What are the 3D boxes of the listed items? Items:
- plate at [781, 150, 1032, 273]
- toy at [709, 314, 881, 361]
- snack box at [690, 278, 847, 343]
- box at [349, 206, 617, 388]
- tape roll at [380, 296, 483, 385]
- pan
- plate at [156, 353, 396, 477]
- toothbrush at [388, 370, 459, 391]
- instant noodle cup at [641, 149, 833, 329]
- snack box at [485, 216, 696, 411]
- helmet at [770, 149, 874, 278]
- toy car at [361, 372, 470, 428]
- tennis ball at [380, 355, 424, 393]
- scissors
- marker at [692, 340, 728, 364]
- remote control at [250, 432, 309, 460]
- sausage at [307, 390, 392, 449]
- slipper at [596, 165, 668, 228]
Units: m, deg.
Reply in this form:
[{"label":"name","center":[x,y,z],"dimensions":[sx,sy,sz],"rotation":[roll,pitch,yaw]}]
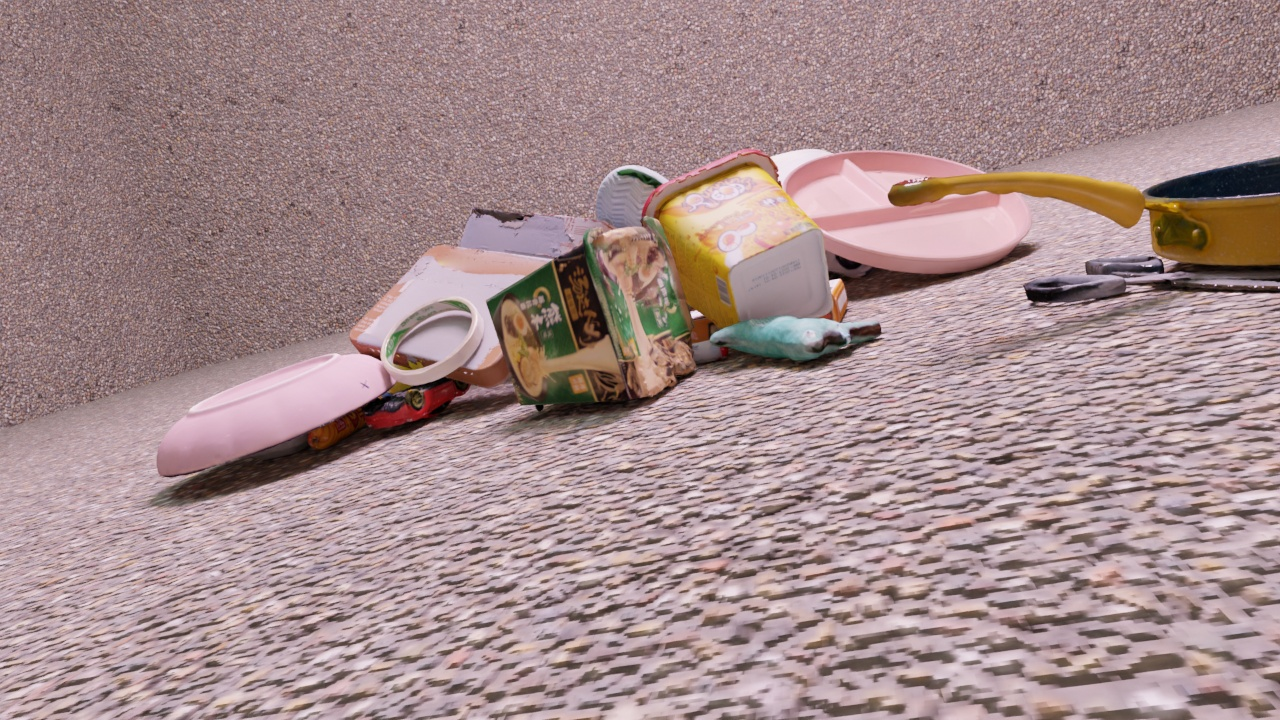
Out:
[{"label":"plate","center":[0.247,-0.143,0.869],"dimensions":[0.229,0.028,0.229],"rotation":[1,35,-1]},{"label":"toy","center":[0.107,-0.015,0.607],"dimensions":[0.096,0.030,0.092],"rotation":[-10,11,-22]},{"label":"snack box","center":[0.091,-0.035,0.760],"dimensions":[0.154,0.026,0.075],"rotation":[-11,10,20]},{"label":"box","center":[-0.111,-0.067,0.833],"dimensions":[0.180,0.136,0.268],"rotation":[13,24,35]},{"label":"tape roll","center":[-0.167,-0.017,0.733],"dimensions":[0.086,0.014,0.085],"rotation":[-14,44,14]},{"label":"pan","center":[0.320,-0.096,0.522],"dimensions":[0.357,0.078,0.197],"rotation":[-11,11,-1]},{"label":"plate","center":[-0.293,0.034,0.736],"dimensions":[0.192,0.039,0.192],"rotation":[-18,12,4]},{"label":"toothbrush","center":[-0.216,0.017,0.988],"dimensions":[0.188,0.014,0.017],"rotation":[-19,22,-27]},{"label":"instant noodle cup","center":[0.077,-0.079,0.687],"dimensions":[0.116,0.116,0.123],"rotation":[-25,37,-9]},{"label":"snack box","center":[-0.038,-0.027,0.637],"dimensions":[0.106,0.117,0.118],"rotation":[-15,5,27]},{"label":"helmet","center":[0.163,-0.157,1.029],"dimensions":[0.258,0.146,0.229],"rotation":[-20,10,-31]},{"label":"toy car","center":[-0.180,0.032,0.758],"dimensions":[0.049,0.031,0.106],"rotation":[-10,11,25]},{"label":"tennis ball","center":[-0.217,0.006,0.880],"dimensions":[0.065,0.065,0.065],"rotation":[-14,9,2]},{"label":"scissors","center":[0.310,-0.050,0.534],"dimensions":[0.164,0.014,0.163],"rotation":[-9,11,28]},{"label":"marker","center":[-0.004,0.004,0.697],"dimensions":[0.145,0.017,0.017],"rotation":[-12,9,19]},{"label":"remote control","center":[-0.290,0.058,0.800],"dimensions":[0.049,0.024,0.124],"rotation":[-13,10,11]},{"label":"sausage","center":[-0.247,0.049,0.794],"dimensions":[0.021,0.021,0.165],"rotation":[-13,9,8]},{"label":"slipper","center":[0.023,-0.120,0.929],"dimensions":[0.104,0.074,0.246],"rotation":[24,-18,14]}]
